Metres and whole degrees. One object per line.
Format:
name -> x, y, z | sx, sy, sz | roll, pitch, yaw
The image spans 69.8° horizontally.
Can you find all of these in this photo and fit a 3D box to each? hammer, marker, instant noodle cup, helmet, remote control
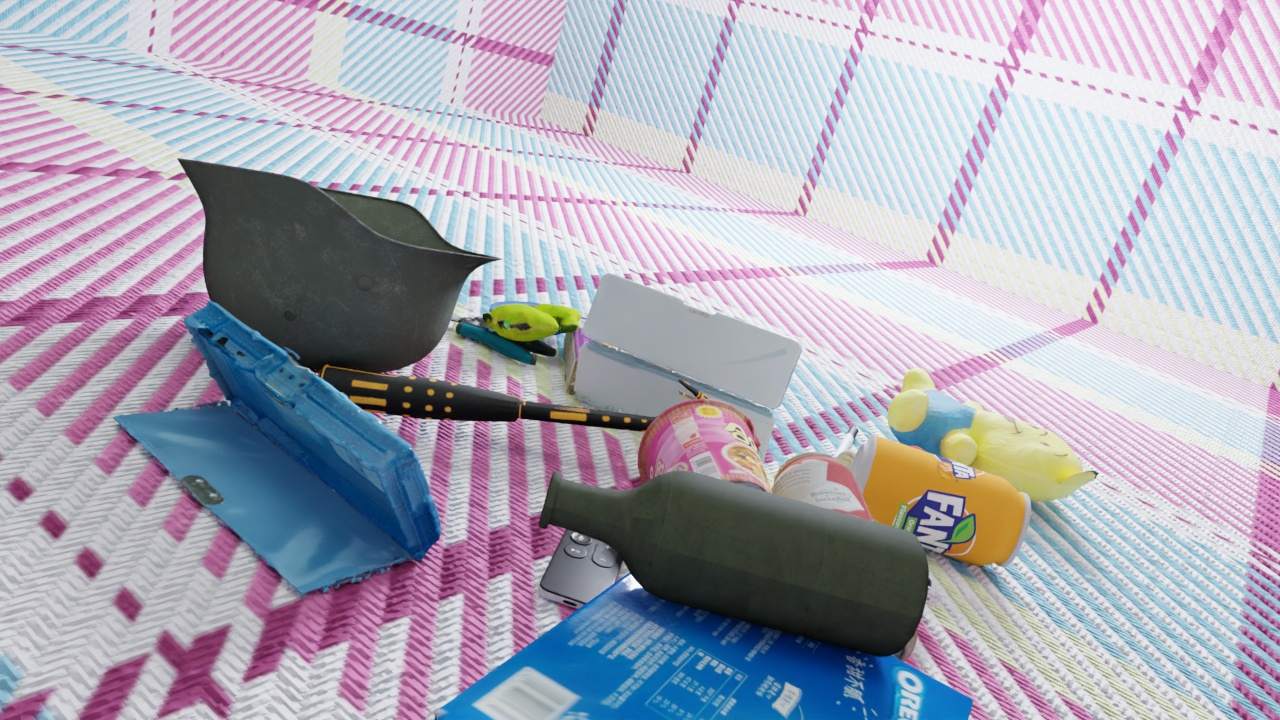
hammer -> -0.097, 0.038, 0.739 | 0.320, 0.123, 0.036 | 8, 56, -7
marker -> 0.212, 0.092, 0.958 | 0.011, 0.011, 0.151 | 22, 19, 16
instant noodle cup -> 0.053, 0.093, 0.672 | 0.097, 0.098, 0.108 | 12, 18, -12
helmet -> -0.256, -0.068, 0.780 | 0.268, 0.154, 0.227 | 10, 6, 5
remote control -> -0.033, 0.129, 0.635 | 0.045, 0.008, 0.146 | 18, 18, 3

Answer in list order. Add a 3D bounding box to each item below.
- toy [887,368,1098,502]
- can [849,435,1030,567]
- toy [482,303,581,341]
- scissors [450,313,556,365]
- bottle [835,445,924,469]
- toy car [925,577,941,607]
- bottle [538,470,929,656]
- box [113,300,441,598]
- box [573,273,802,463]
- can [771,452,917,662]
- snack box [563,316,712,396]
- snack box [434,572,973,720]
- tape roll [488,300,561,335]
toy -> 0.370, 0.090, 0.991 | 0.214, 0.084, 0.148 | 25, 21, 18
can -> 0.252, 0.122, 0.792 | 0.142, 0.079, 0.079 | 19, 18, 7
toy -> -0.111, -0.042, 0.959 | 0.094, 0.036, 0.093 | 11, 19, 17
scissors -> -0.157, -0.026, 0.972 | 0.127, 0.019, 0.153 | 7, 21, -30
bottle -> 0.235, 0.105, 0.889 | 0.109, 0.044, 0.044 | 2, 23, -37
toy car -> 0.169, 0.154, 0.694 | 0.113, 0.039, 0.039 | 33, -2, 39
bottle -> 0.048, 0.103, 0.503 | 0.207, 0.071, 0.071 | 16, 18, -4
box -> -0.242, 0.060, 0.584 | 0.232, 0.094, 0.101 | 29, 51, 31
box -> 0.037, 0.010, 0.843 | 0.197, 0.136, 0.049 | 22, 20, 16
can -> 0.132, 0.134, 0.625 | 0.067, 0.067, 0.170 | 13, 29, -10
snack box -> -0.006, 0.006, 0.974 | 0.148, 0.041, 0.143 | 13, 18, -10
snack box -> 0.042, 0.188, 0.451 | 0.196, 0.056, 0.238 | 25, 19, 23
tape roll -> -0.128, -0.049, 1.047 | 0.092, 0.016, 0.091 | -2, 18, -34
